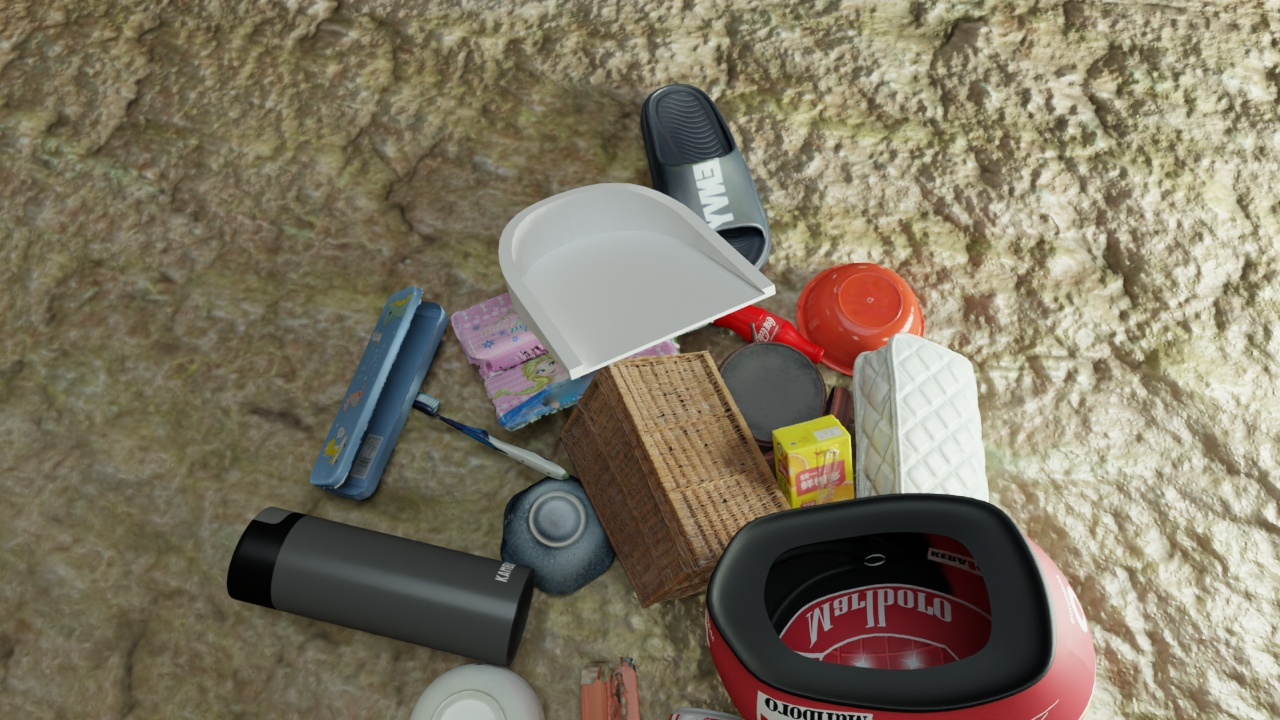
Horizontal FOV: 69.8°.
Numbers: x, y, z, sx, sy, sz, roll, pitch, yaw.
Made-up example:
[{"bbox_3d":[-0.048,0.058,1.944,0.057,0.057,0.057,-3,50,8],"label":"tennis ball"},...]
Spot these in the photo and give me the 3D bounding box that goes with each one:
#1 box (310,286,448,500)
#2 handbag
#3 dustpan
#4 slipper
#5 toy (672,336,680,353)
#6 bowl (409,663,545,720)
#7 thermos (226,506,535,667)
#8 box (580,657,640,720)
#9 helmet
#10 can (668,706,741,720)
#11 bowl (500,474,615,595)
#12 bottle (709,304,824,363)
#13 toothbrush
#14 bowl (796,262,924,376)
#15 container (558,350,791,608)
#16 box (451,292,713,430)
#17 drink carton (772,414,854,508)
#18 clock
[{"bbox_3d":[-0.253,0.023,0.861,0.068,0.059,0.209,8,64,22],"label":"box"},{"bbox_3d":[0.253,0.081,0.828,0.138,0.073,0.194,19,62,-28],"label":"handbag"},{"bbox_3d":[-0.029,-0.095,0.848,0.191,0.053,0.258,-23,32,-15],"label":"dustpan"},{"bbox_3d":[0.068,-0.201,0.961,0.110,0.083,0.267,-11,65,-8],"label":"slipper"},{"bbox_3d":[-0.005,0.005,0.891,0.099,0.036,0.080,-12,77,-2],"label":"toy"},{"bbox_3d":[-0.134,0.300,0.739,0.113,0.063,0.113,0,65,0],"label":"bowl"},{"bbox_3d":[-0.217,0.189,0.777,0.240,0.082,0.082,12,66,5],"label":"thermos"},{"bbox_3d":[-0.008,0.333,0.736,0.063,0.056,0.187,14,62,-35],"label":"box"},{"bbox_3d":[0.187,0.218,0.683,0.271,0.225,0.197,-5,51,4],"label":"helmet"},{"bbox_3d":[0.048,0.333,0.726,0.064,0.064,0.104,8,66,3],"label":"can"},{"bbox_3d":[-0.073,0.148,0.814,0.110,0.055,0.110,1,65,-2],"label":"bowl"},{"bbox_3d":[0.125,-0.030,0.907,0.119,0.036,0.036,27,68,10],"label":"bottle"},{"bbox_3d":[-0.142,0.069,0.848,0.189,0.016,0.017,23,55,25],"label":"toothbrush"},{"bbox_3d":[0.223,-0.050,0.914,0.130,0.045,0.130,0,66,-1],"label":"bowl"},{"bbox_3d":[0.028,0.101,0.785,0.113,0.113,0.198,-9,61,-37],"label":"container"},{"bbox_3d":[-0.053,-0.032,0.876,0.230,0.035,0.159,-22,45,-11],"label":"box"},{"bbox_3d":[0.151,0.118,0.790,0.058,0.135,0.043,-14,27,-8],"label":"drink carton"},{"bbox_3d":[0.127,0.051,0.851,0.120,0.072,0.157,-40,71,-17],"label":"clock"}]
